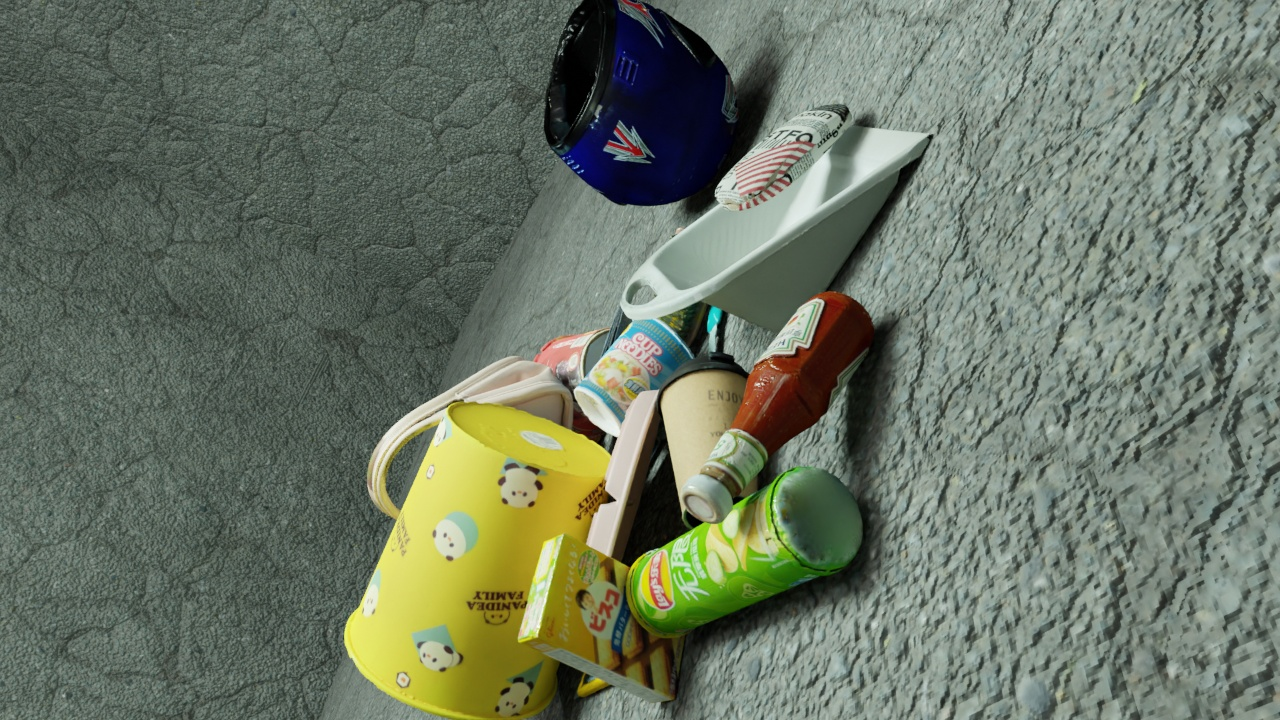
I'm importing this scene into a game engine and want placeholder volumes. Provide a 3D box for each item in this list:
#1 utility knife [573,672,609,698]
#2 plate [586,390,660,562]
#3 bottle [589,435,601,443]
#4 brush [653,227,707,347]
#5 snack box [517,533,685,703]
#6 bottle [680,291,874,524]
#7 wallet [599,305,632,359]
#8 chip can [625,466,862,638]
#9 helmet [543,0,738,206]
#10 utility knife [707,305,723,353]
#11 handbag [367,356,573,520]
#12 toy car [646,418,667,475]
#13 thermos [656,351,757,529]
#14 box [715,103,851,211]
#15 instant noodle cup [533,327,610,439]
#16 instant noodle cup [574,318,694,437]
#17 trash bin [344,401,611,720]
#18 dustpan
[{"bbox_3d":[-0.027,0.286,0.848,0.172,0.015,0.033,-47,21,47],"label":"utility knife"},{"bbox_3d":[-0.019,0.134,0.876,0.229,0.028,0.229,18,-93,-86],"label":"plate"},{"bbox_3d":[-0.080,0.071,1.261,0.058,0.057,0.174,-56,19,28],"label":"bottle"},{"bbox_3d":[0.050,-0.073,1.039,0.072,0.063,0.146,-25,-43,-57],"label":"brush"},{"bbox_3d":[-0.025,0.208,0.735,0.034,0.140,0.086,-33,34,45],"label":"snack box"},{"bbox_3d":[0.096,0.031,0.644,0.205,0.060,0.060,-47,5,-32],"label":"bottle"},{"bbox_3d":[-0.006,0.006,1.066,0.019,0.097,0.120,-12,49,39],"label":"wallet"},{"bbox_3d":[0.068,0.143,0.663,0.222,0.072,0.072,-44,25,51],"label":"chip can"},{"bbox_3d":[0.009,-0.352,1.267,0.248,0.240,0.314,-55,30,34],"label":"helmet"},{"bbox_3d":[0.085,-0.060,1.018,0.029,0.013,0.217,-52,18,43],"label":"utility knife"},{"bbox_3d":[-0.194,0.112,1.047,0.093,0.233,0.194,32,128,46],"label":"handbag"},{"bbox_3d":[0.003,0.092,1.015,0.091,0.034,0.043,-62,19,13],"label":"toy car"},{"bbox_3d":[0.062,0.071,0.775,0.093,0.093,0.143,-51,28,38],"label":"thermos"},{"bbox_3d":[0.133,-0.194,0.859,0.068,0.051,0.163,22,55,43],"label":"box"},{"bbox_3d":[-0.054,0.024,1.130,0.109,0.138,0.137,-21,45,56],"label":"instant noodle cup"},{"bbox_3d":[-0.009,0.021,0.978,0.109,0.099,0.099,-45,9,-20],"label":"instant noodle cup"},{"bbox_3d":[-0.153,0.193,0.944,0.229,0.229,0.255,-130,59,-73],"label":"trash bin"},{"bbox_3d":[0.100,-0.130,0.851,0.258,0.142,0.222,-63,16,11],"label":"dustpan"}]
